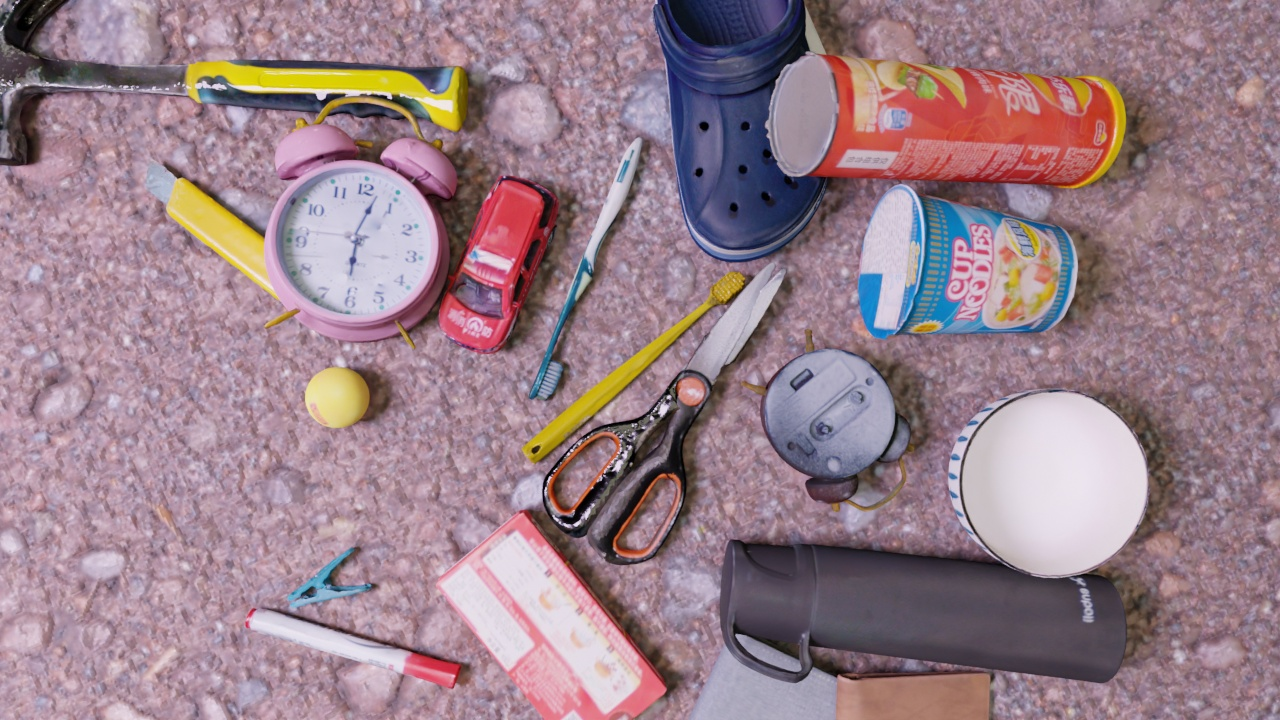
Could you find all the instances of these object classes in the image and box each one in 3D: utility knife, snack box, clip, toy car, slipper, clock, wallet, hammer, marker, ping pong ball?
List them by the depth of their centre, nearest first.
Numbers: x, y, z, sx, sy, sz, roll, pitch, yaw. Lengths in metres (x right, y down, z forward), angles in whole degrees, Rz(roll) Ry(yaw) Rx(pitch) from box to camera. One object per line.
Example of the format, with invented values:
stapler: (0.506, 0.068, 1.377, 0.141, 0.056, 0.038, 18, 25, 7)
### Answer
slipper: (0.065, -0.193, 0.583, 0.105, 0.095, 0.252, -9, 86, 2)
clock: (-0.178, -0.090, 0.586, 0.117, 0.060, 0.158, 7, 85, -13)
clock: (0.126, 0.044, 0.597, 0.082, 0.055, 0.122, -39, 90, -1)
wallet: (0.177, 0.255, 0.599, 0.115, 0.020, 0.101, 5, 88, -19)
wallet: (0.081, 0.256, 0.603, 0.106, 0.037, 0.129, 26, 89, 1)
ping pong ball: (-0.199, 0.024, 0.603, 0.040, 0.040, 0.040, 0, 89, 0)
toy car: (-0.095, -0.064, 0.604, 0.053, 0.045, 0.120, 21, 91, 1)
snack box: (-0.059, 0.181, 0.609, 0.075, 0.025, 0.153, -40, 90, -2)
hammer: (-0.278, -0.188, 0.612, 0.323, 0.032, 0.126, 2, 90, 0)
marker: (-0.192, 0.192, 0.613, 0.145, 0.017, 0.017, 16, 89, 0)
clip: (-0.211, 0.150, 0.616, 0.055, 0.013, 0.034, -22, 88, -3)
utility knife: (-0.264, -0.077, 0.618, 0.176, 0.015, 0.033, 38, 81, 1)

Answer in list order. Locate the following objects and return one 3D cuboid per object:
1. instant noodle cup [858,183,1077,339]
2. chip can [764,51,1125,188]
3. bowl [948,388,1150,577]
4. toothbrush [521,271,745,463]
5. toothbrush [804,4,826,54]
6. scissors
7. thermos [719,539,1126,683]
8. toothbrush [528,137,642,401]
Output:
instant noodle cup: (0.209, -0.058, 0.585, 0.110, 0.099, 0.099, 4, 89, -7)
chip can: (0.187, -0.142, 0.556, 0.216, 0.073, 0.073, -4, 89, -22)
bowl: (0.253, 0.075, 0.591, 0.116, 0.066, 0.116, 0, 89, 1)
toothbrush: (-0.004, 0.004, 0.616, 0.190, 0.016, 0.015, -40, 90, -1)
toothbrush: (0.112, -0.228, 0.620, 0.016, 0.016, 0.180, -20, 89, 2)
scissors: (0.013, 0.023, 0.607, 0.139, 0.021, 0.235, 15, 93, 2)
thermos: (0.174, 0.168, 0.584, 0.242, 0.069, 0.089, 5, 54, 0)
toothbrush: (-0.034, -0.061, 0.618, 0.018, 0.016, 0.191, 22, 89, -10)
